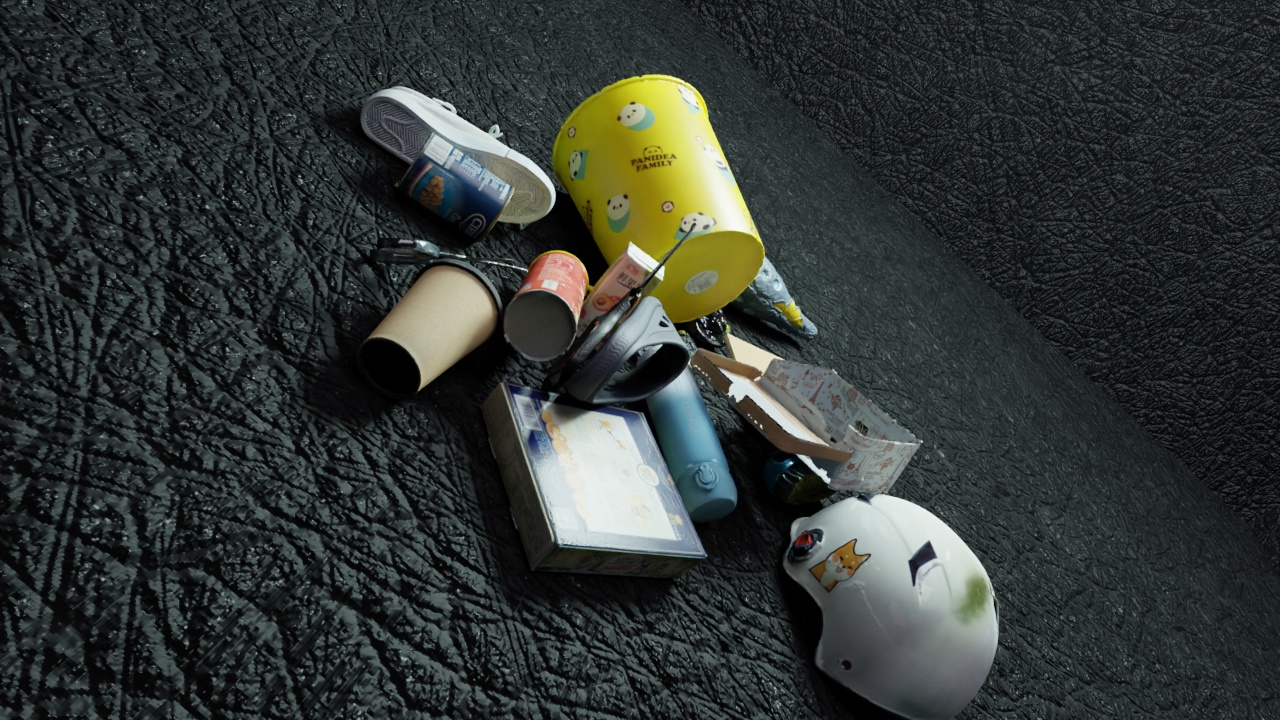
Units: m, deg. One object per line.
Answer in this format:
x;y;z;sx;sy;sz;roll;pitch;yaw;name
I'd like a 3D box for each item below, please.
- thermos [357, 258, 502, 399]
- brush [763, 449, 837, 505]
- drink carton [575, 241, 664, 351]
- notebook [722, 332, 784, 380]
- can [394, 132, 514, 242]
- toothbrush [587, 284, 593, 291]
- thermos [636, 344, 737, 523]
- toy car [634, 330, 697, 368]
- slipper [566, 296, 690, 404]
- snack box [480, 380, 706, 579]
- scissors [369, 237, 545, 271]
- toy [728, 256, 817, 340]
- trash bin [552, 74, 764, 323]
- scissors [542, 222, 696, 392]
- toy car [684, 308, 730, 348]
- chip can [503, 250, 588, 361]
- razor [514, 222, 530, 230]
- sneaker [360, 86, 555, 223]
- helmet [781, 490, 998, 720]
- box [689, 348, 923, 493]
-0.187;-0.027;0.821;0.093;0.093;0.142;40;36;-7;thermos
0.196;0.138;1.129;0.073;0.055;0.143;38;21;32;brush
-0.029;-0.072;1.047;0.053;0.123;0.045;35;27;-14;drink carton
0.206;0.051;1.273;0.211;0.012;0.149;21;39;-40;notebook
-0.208;-0.194;1.031;0.111;0.075;0.075;33;29;-18;can
-0.036;-0.067;1.148;0.190;0.017;0.015;33;28;-22;toothbrush
0.050;0.077;1.004;0.070;0.070;0.220;22;34;-35;thermos
0.031;-0.010;1.137;0.106;0.031;0.049;-4;55;-45;toy car
-0.006;0.006;0.946;0.083;0.111;0.267;42;12;0;slipper
-0.044;0.113;0.851;0.182;0.046;0.177;16;37;-41;snack box
-0.183;-0.098;0.880;0.180;0.160;0.014;8;86;-55;scissors
0.144;-0.147;1.419;0.356;0.091;0.137;44;15;-4;toy
0.030;-0.203;1.213;0.229;0.230;0.255;11;46;-46;trash bin
-0.029;-0.046;0.923;0.021;0.205;0.223;42;46;-3;scissors
0.085;-0.078;1.293;0.070;0.042;0.157;25;40;-32;toy car
-0.093;-0.061;0.942;0.073;0.073;0.216;38;11;-11;chip can
-0.185;-0.219;1.147;0.132;0.028;0.043;44;59;-4;razor
-0.212;-0.247;1.100;0.242;0.090;0.090;29;26;-13;sneaker
0.285;0.243;0.986;0.230;0.157;0.273;31;30;-23;helmet
0.186;0.068;1.077;0.260;0.082;0.177;11;25;-43;box
